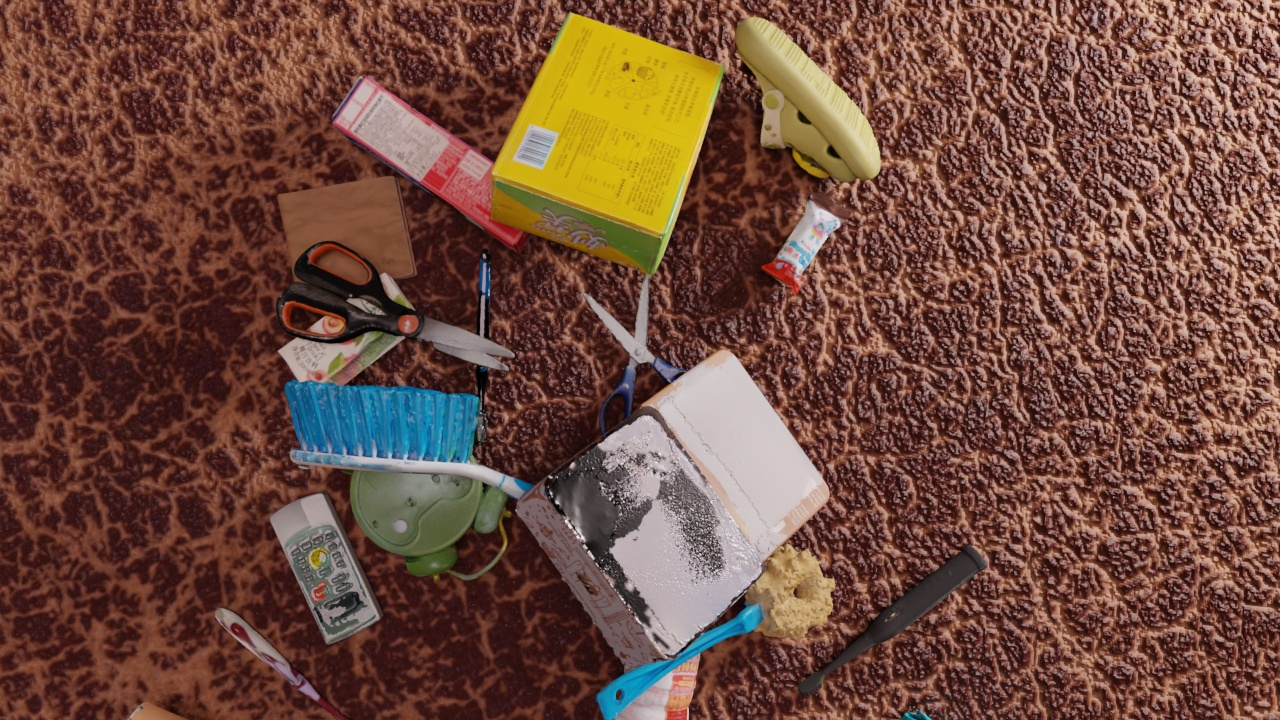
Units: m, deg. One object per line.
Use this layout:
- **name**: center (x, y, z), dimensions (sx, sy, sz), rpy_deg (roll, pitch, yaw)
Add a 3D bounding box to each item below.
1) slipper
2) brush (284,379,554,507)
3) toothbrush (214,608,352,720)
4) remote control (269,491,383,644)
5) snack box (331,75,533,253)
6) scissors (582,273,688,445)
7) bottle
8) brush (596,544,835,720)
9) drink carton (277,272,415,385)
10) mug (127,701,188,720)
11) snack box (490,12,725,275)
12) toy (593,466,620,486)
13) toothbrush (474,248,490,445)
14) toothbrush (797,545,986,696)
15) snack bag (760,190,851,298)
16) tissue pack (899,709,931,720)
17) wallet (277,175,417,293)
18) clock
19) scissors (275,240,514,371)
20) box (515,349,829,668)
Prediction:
- **slipper**: center (0.148, -0.237, 0.873), dimensions (0.190, 0.091, 0.082), rpy_deg (46, 126, -8)
- **brush**: center (-0.148, 0.082, 0.797), dimensions (0.314, 0.060, 0.109), rpy_deg (5, 88, -8)
- **toothbrush**: center (-0.323, 0.294, 0.848), dimensions (0.187, 0.017, 0.016), rpy_deg (41, 85, 1)
- **remote control**: center (-0.293, 0.192, 0.854), dimensions (0.056, 0.019, 0.135), rpy_deg (-25, 87, -3)
- **snack box**: center (-0.185, -0.183, 0.864), dimensions (0.207, 0.057, 0.058), rpy_deg (34, 88, 0)
- **scissors**: center (0.003, 0.006, 0.879), dimensions (0.174, 0.012, 0.162), rpy_deg (28, 86, 1)
- **bottle**: center (0.025, 0.247, 0.836), dimensions (0.068, 0.068, 0.197), rpy_deg (11, 85, -1)
- **brush**: center (0.071, 0.241, 0.807), dimensions (0.254, 0.046, 0.083), rpy_deg (-23, 98, -26)
- **drink carton**: center (-0.267, -0.022, 0.856), dimensions (0.122, 0.045, 0.053), rpy_deg (-38, 75, -6)
- **mug**: center (-0.400, 0.361, 0.816), dimensions (0.122, 0.078, 0.078), rpy_deg (20, 86, -6)
- **snack box**: center (-0.027, -0.197, 0.827), dimensions (0.157, 0.070, 0.209), rpy_deg (19, 62, 0)
- **toy**: center (-0.004, 0.136, 0.862), dimensions (0.092, 0.030, 0.096), rpy_deg (5, 92, 1)
- **toothbrush**: center (-0.150, -0.014, 0.874), dimensions (0.014, 0.016, 0.189), rpy_deg (2, 85, -9)
- **toothbrush**: center (0.235, 0.248, 0.864), dimensions (0.212, 0.027, 0.026), rpy_deg (-37, 44, -2)
- **snack bag**: center (0.158, -0.113, 0.884), dimensions (0.045, 0.026, 0.105), rpy_deg (34, 84, 4)
- **tissue pack**: center (0.243, 0.400, 0.841), dimensions (0.093, 0.050, 0.133), rpy_deg (45, 87, 1)
- **wallet**: center (-0.280, -0.119, 0.877), dimensions (0.115, 0.020, 0.101), rpy_deg (-12, 88, -5)
- **clock**: center (-0.190, 0.131, 0.843), dimensions (0.116, 0.056, 0.161), rpy_deg (-41, 88, -3)
- **scissors**: center (-0.214, -0.051, 0.823), dimensions (0.235, 0.022, 0.148), rpy_deg (-2, 74, 5)
- **box**: center (0.044, 0.115, 0.796), dimensions (0.258, 0.082, 0.177), rpy_deg (-34, 88, -34)
